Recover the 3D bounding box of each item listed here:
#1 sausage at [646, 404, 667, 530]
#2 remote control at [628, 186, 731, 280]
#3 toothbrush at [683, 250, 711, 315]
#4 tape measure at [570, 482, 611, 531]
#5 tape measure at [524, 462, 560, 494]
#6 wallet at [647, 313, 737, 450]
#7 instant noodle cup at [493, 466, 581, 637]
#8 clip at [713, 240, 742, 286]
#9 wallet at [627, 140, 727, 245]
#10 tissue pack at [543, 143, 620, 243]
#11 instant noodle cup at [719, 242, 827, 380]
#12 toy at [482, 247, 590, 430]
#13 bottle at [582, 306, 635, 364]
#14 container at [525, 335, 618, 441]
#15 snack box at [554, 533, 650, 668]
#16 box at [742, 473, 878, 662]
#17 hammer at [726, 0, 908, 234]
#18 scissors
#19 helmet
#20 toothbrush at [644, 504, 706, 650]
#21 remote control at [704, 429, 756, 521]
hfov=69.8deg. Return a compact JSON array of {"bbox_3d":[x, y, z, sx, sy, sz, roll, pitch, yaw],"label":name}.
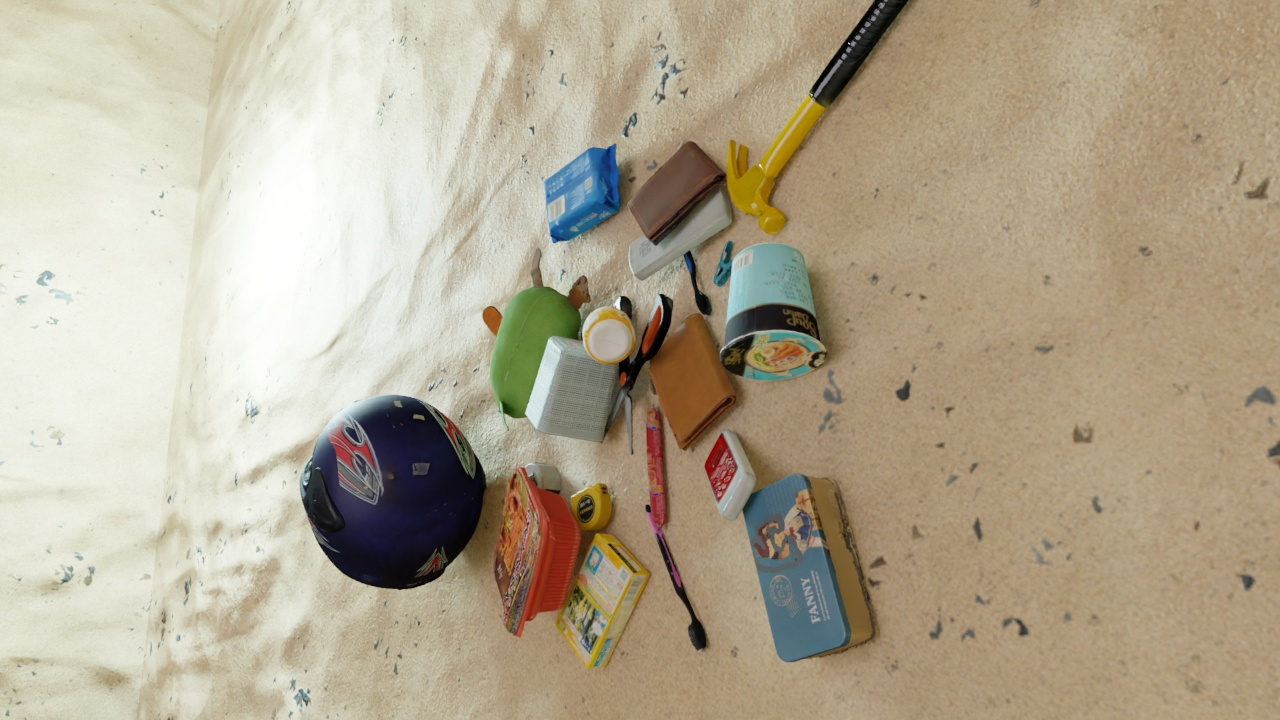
[{"bbox_3d":[0.018,0.127,1.106,0.020,0.020,0.155,-23,63,43],"label":"sausage"},{"bbox_3d":[0.048,-0.155,1.134,0.150,0.021,0.058,-31,47,29],"label":"remote control"},{"bbox_3d":[0.060,-0.131,1.142,0.014,0.016,0.189,-42,48,36],"label":"toothbrush"},{"bbox_3d":[-0.060,0.189,1.170,0.060,0.028,0.057,-34,55,38],"label":"tape measure"},{"bbox_3d":[-0.141,0.174,1.263,0.066,0.033,0.065,-56,46,22],"label":"tape measure"},{"bbox_3d":[0.057,0.025,1.082,0.108,0.031,0.131,-49,43,30],"label":"wallet"},{"bbox_3d":[-0.135,0.240,1.170,0.189,0.079,0.165,-134,56,-63],"label":"instant noodle cup"},{"bbox_3d":[0.103,-0.113,1.085,0.034,0.013,0.054,46,111,45],"label":"clip"},{"bbox_3d":[0.043,-0.207,1.136,0.125,0.032,0.101,-43,36,13],"label":"wallet"},{"bbox_3d":[-0.080,-0.234,1.294,0.158,0.052,0.095,-25,64,42],"label":"tissue pack"},{"bbox_3d":[0.138,-0.055,0.970,0.111,0.111,0.120,-25,53,42],"label":"instant noodle cup"},{"bbox_3d":[-0.145,-0.025,1.282,0.227,0.089,0.247,35,109,33],"label":"toy"},{"bbox_3d":[-0.040,-0.036,1.128,0.108,0.063,0.063,-109,43,-74],"label":"bottle"},{"bbox_3d":[-0.086,0.034,1.176,0.090,0.090,0.111,-143,65,-66],"label":"container"},{"bbox_3d":[-0.049,0.294,1.127,0.087,0.033,0.140,37,106,47],"label":"snack box"},{"bbox_3d":[0.164,0.206,0.891,0.090,0.061,0.184,-36,53,37],"label":"box"},{"bbox_3d":[0.197,-0.290,1.015,0.301,0.032,0.128,-53,47,24],"label":"hammer"},{"bbox_3d":[-0.009,0.004,1.144,0.222,0.021,0.234,124,148,-42],"label":"scissors"},{"bbox_3d":[-0.371,0.167,1.353,0.315,0.246,0.241,38,126,38],"label":"helmet"},{"bbox_3d":[0.037,0.247,1.058,0.018,0.014,0.189,-58,42,37],"label":"toothbrush"},{"bbox_3d":[0.093,0.119,0.976,0.056,0.020,0.136,-62,11,14],"label":"remote control"}]
